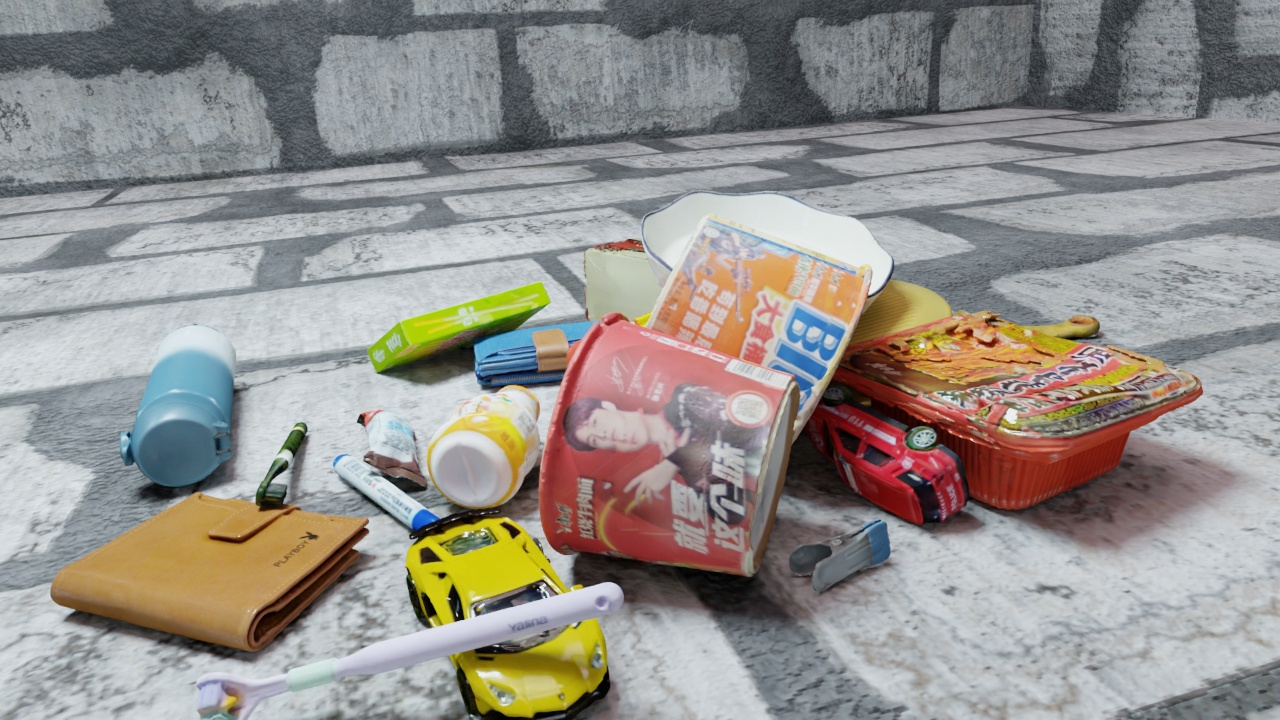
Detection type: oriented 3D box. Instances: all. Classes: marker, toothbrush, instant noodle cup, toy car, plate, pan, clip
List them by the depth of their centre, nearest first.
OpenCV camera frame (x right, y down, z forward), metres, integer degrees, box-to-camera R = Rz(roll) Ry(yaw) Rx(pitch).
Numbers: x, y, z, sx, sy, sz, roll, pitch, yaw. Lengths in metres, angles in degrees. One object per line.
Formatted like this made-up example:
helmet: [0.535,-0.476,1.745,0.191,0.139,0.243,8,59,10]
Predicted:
toothbrush: [-0.098,0.124,0.391,0.189,0.029,0.021,-16,2,3]
toy car: [-0.066,0.119,0.443,0.071,0.041,0.156,-14,24,-23]
clip: [0.107,0.103,0.489,0.056,0.024,0.028,-18,19,-19]
instant noodle cup: [0.021,0.050,0.496,0.109,0.138,0.137,12,23,17]
toy car: [0.143,0.058,0.563,0.045,0.053,0.120,-35,34,-16]
marker: [-0.161,0.087,0.586,0.016,0.017,0.146,-19,24,-37]
instant noodle cup: [0.229,0.029,0.591,0.164,0.079,0.189,-13,23,-28]
instant noodle cup: [0.066,-0.019,0.600,0.111,0.152,0.151,27,23,2]
toothbrush: [-0.238,0.067,0.620,0.017,0.012,0.186,4,7,-14]
plate: [0.102,-0.081,0.761,0.205,0.046,0.204,5,35,-3]
pan: [0.239,-0.021,0.787,0.357,0.078,0.197,-14,24,-11]

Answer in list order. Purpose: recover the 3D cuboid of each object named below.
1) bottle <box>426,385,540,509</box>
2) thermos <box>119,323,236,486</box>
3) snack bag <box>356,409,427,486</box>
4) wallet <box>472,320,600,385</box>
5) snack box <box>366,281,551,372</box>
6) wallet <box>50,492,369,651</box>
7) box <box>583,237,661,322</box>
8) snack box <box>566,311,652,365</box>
bottle: [-0.097,0.052,0.607,0.063,0.063,0.108,0,19,10]
thermos: [-0.350,0.030,0.706,0.070,0.070,0.220,-10,20,-19]
snack bag: [-0.175,0.059,0.648,0.045,0.026,0.105,28,6,-24]
wallet: [-0.083,-0.010,0.822,0.133,0.040,0.106,-8,16,-10]
snack box: [-0.168,-0.032,0.856,0.156,0.026,0.086,-21,-5,-40]
wallet: [-0.233,0.112,0.509,0.132,0.031,0.107,6,22,20]
box: [0.016,-0.065,0.876,0.078,0.091,0.168,-16,23,-41]
snack box: [-0.004,0.004,0.706,0.080,0.082,0.091,0,16,39]
